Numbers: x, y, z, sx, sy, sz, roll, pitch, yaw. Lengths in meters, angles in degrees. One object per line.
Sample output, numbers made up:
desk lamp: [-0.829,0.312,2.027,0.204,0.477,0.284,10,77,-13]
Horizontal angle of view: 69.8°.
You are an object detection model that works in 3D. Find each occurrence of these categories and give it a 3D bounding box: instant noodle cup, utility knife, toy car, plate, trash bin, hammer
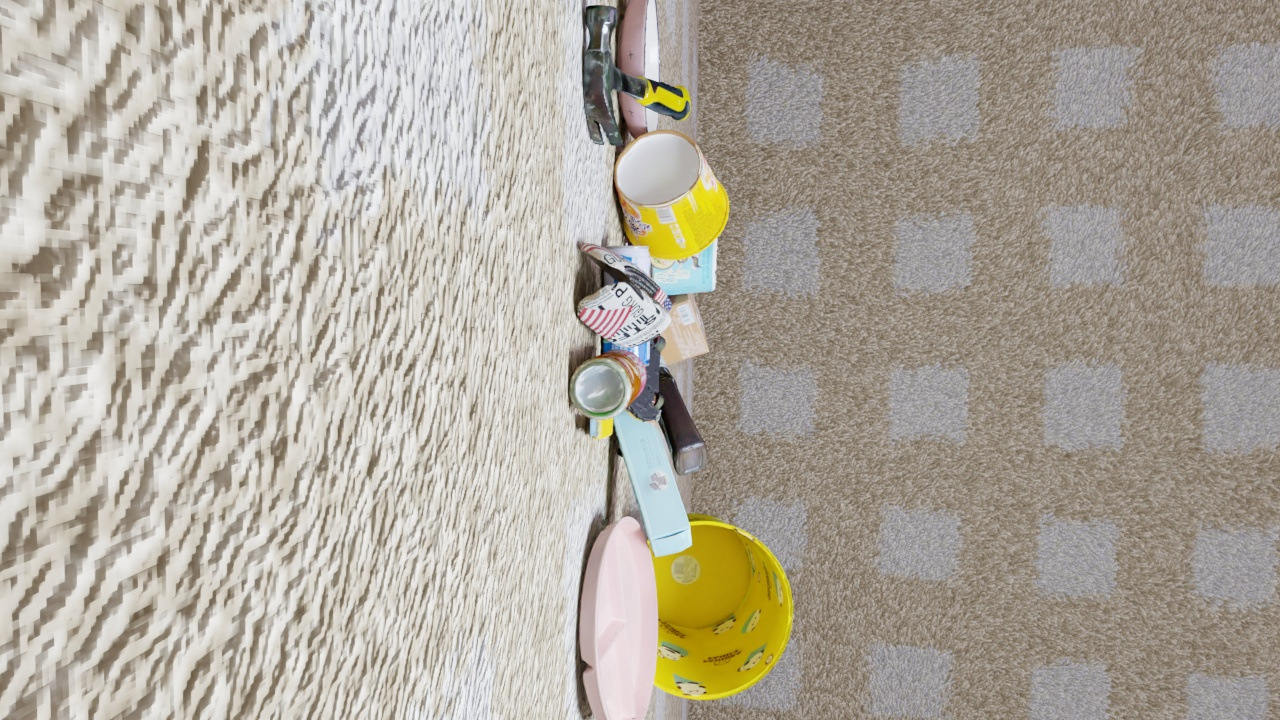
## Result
instant noodle cup: [0.044,-0.136,1.250,0.111,0.120,0.111,2,89,-83]
utility knife: [-0.043,0.065,0.959,0.209,0.015,0.033,43,49,-85]
toy car: [-0.006,0.006,1.101,0.071,0.041,0.155,33,44,-37]
plate: [-0.002,-0.366,1.157,0.192,0.039,0.192,3,88,-84]
trash bin: [0.082,0.323,1.300,0.255,0.229,0.229,55,36,-89]
plate: [-0.022,0.285,0.994,0.229,0.028,0.229,-4,89,-74]
hammer: [0.003,-0.295,1.014,0.322,0.032,0.126,-28,123,-71]
instant noodle cup: [0.032,-0.208,1.127,0.110,0.138,0.137,55,36,-65]

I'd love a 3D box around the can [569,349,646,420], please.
can: [-0.029,0.021,0.895,0.147,0.058,0.058,-34,125,-82]

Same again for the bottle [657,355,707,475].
bottle: [0.030,0.047,1.153,0.080,0.044,0.194,83,-13,-55]

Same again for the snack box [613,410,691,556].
snack box: [0.013,0.142,1.106,0.074,0.051,0.174,81,-9,-63]

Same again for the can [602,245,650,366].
can: [-0.016,-0.061,1.025,0.053,0.053,0.134,-46,137,-81]

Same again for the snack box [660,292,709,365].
snack box: [0.044,-0.060,1.321,0.094,0.077,0.093,-95,164,-58]

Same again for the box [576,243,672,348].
box: [-0.018,-0.071,0.919,0.162,0.076,0.088,32,35,-65]

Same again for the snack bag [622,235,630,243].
snack bag: [0.002,-0.194,1.206,0.026,0.045,0.105,72,20,-66]

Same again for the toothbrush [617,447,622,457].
toothbrush: [0.004,0.027,1.216,0.026,0.027,0.212,53,45,-59]
